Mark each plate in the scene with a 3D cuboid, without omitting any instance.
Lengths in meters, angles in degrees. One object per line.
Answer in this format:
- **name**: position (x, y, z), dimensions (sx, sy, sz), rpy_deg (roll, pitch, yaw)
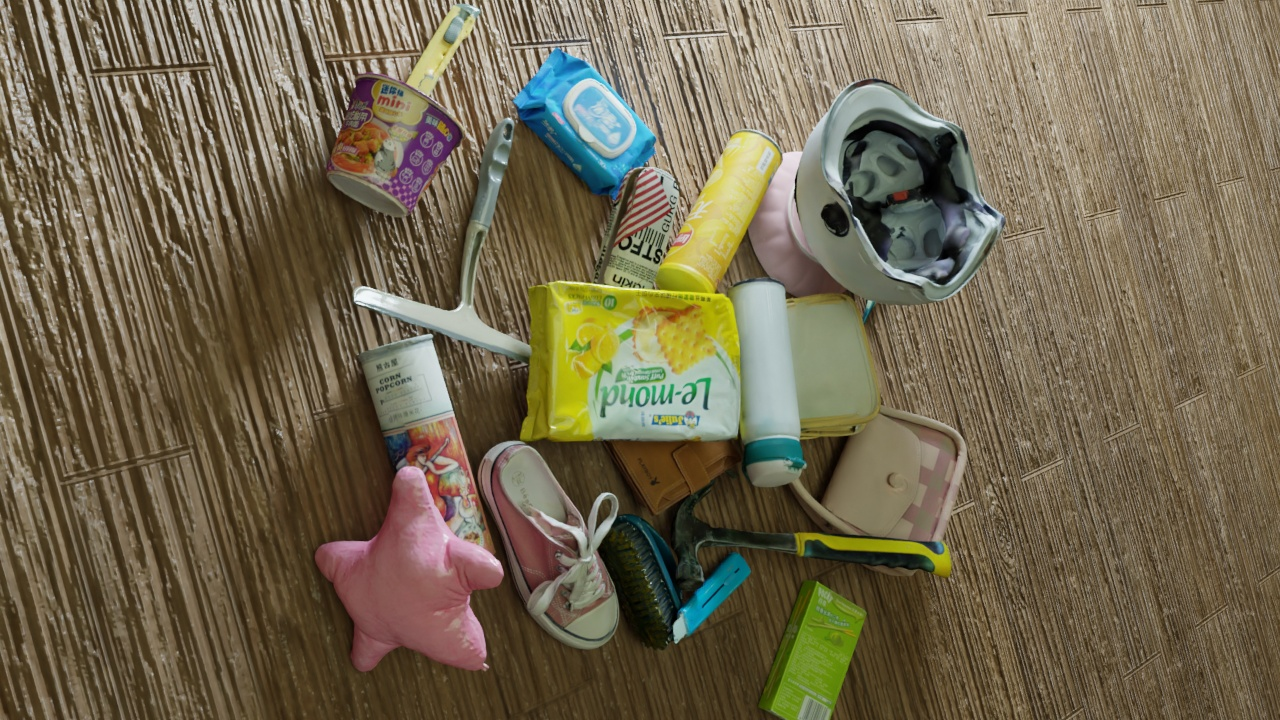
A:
- **plate**: position (0.220, -0.171, 1.141), dimensions (0.192, 0.039, 0.192), rpy_deg (5, 80, -29)

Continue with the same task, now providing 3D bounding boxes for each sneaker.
- **sneaker**: position (-0.074, 0.186, 0.880), dimensions (0.118, 0.088, 0.241), rpy_deg (-34, 113, -29)

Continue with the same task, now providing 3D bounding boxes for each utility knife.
- **utility knife**: position (0.073, 0.250, 0.971), dimensions (0.165, 0.018, 0.034), rpy_deg (-29, 97, -55)
- **utility knife**: position (-0.207, -0.311, 0.940), dimensions (0.031, 0.018, 0.151), rpy_deg (29, 74, -17)

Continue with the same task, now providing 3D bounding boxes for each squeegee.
- **squeegee**: position (-0.161, -0.130, 0.923), dimensions (0.246, 0.039, 0.246), rpy_deg (21, 70, -41)

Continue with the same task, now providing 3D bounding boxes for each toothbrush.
- **toothbrush**: position (0.308, -0.085, 1.192), dimensions (0.018, 0.016, 0.191), rpy_deg (40, 66, -29)

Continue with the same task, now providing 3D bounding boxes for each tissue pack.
- **tissue pack**: position (-0.057, -0.256, 0.991), dimensions (0.157, 0.052, 0.094), rpy_deg (44, 64, -17)

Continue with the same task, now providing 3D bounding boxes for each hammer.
- **hammer**: position (0.189, 0.200, 1.009), dimensions (0.323, 0.032, 0.126), rpy_deg (7, 51, -12)

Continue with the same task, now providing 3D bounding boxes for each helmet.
- **helmet**: position (0.274, -0.179, 1.066), dimensions (0.228, 0.146, 0.258), rpy_deg (-40, 95, -29)

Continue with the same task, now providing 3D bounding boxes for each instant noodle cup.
- **instant noodle cup**: position (-0.234, -0.195, 0.857), dimensions (0.111, 0.112, 0.099), rpy_deg (28, 77, -23)

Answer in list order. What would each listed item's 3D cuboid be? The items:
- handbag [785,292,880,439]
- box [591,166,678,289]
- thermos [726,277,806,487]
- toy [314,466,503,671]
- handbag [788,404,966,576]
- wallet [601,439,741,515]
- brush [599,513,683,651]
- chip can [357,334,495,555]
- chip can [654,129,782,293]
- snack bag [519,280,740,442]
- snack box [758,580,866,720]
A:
- **handbag**: position (0.175, 0.012, 1.070), dimensions (0.178, 0.063, 0.163), rpy_deg (-6, 68, -3)
- **box**: position (-0.002, -0.127, 0.983), dimensions (0.074, 0.064, 0.164), rpy_deg (15, 94, -14)
- **thermos**: position (0.135, 0.025, 1.005), dimensions (0.073, 0.073, 0.224), rpy_deg (8, 67, -28)
- **toy**: position (-0.197, 0.204, 0.791), dimensions (0.178, 0.195, 0.074), rpy_deg (50, 24, 6)
- **handbag**: position (0.265, 0.131, 1.108), dimensions (0.234, 0.094, 0.193), rpy_deg (31, 69, -9)
- **wallet**: position (0.037, 0.100, 0.995), dimensions (0.130, 0.035, 0.119), rpy_deg (-28, 78, -30)
- **brush**: position (0.009, 0.225, 0.958), dimensions (0.073, 0.055, 0.144), rpy_deg (-29, 97, -51)
- **chip can**: position (-0.197, 0.088, 0.852), dimensions (0.071, 0.071, 0.214), rpy_deg (-17, 92, -30)
- **chip can**: position (0.092, -0.165, 1.050), dimensions (0.072, 0.072, 0.213), rpy_deg (36, 67, -20)
- **snack bag**: position (-0.006, 0.005, 0.943), dimensions (0.246, 0.068, 0.158), rpy_deg (3, 82, -27)
- **snack box**: position (0.201, 0.344, 1.061), dimensions (0.085, 0.026, 0.156), rpy_deg (33, 68, -21)
